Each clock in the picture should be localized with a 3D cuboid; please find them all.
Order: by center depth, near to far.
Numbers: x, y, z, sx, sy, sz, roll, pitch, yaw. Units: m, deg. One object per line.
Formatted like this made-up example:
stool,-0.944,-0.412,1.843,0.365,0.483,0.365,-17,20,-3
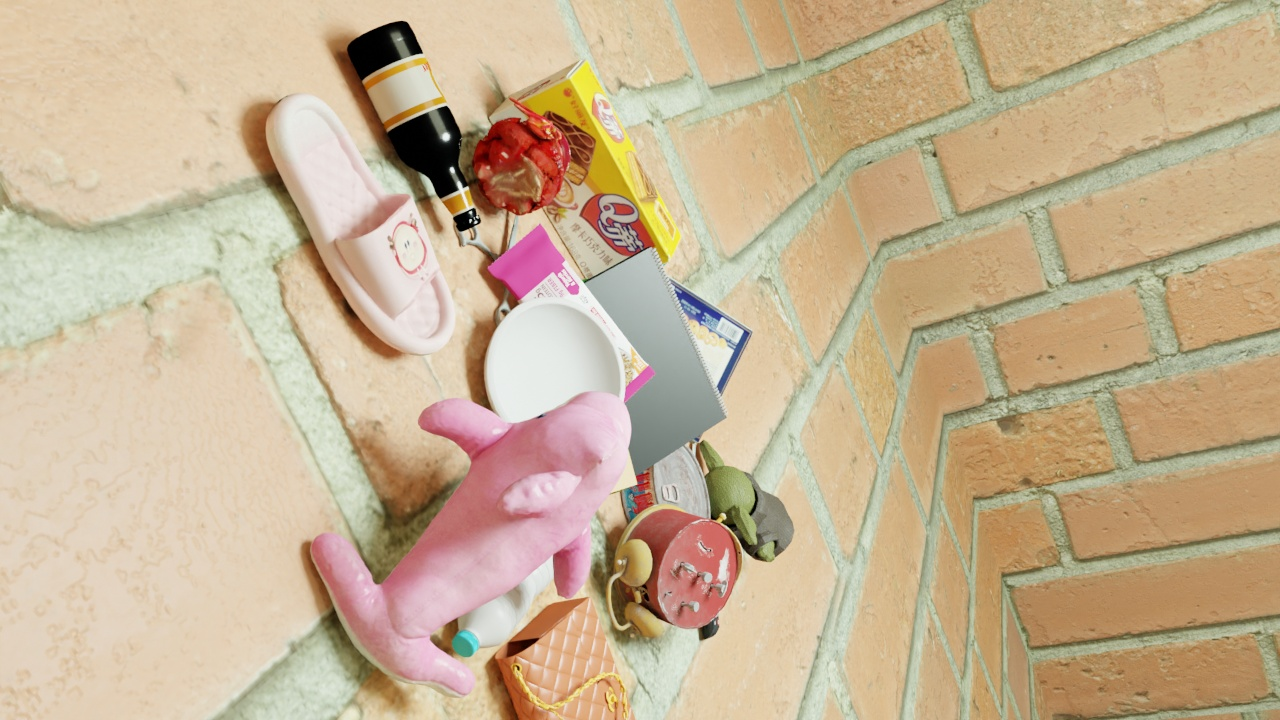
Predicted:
clock,0.031,0.216,0.921,0.158,0.081,0.117,-20,107,-37

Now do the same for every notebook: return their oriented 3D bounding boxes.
notebook,-0.006,0.006,0.960,0.148,0.016,0.207,-31,107,-19

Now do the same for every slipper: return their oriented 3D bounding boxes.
slipper,-0.210,-0.107,0.719,0.221,0.056,0.106,61,26,-20

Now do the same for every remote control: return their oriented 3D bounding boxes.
remote control,0.078,0.252,1.081,0.033,0.015,0.146,36,48,-69

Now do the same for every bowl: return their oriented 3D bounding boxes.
bowl,-0.087,0.017,0.866,0.149,0.043,0.149,8,76,-35

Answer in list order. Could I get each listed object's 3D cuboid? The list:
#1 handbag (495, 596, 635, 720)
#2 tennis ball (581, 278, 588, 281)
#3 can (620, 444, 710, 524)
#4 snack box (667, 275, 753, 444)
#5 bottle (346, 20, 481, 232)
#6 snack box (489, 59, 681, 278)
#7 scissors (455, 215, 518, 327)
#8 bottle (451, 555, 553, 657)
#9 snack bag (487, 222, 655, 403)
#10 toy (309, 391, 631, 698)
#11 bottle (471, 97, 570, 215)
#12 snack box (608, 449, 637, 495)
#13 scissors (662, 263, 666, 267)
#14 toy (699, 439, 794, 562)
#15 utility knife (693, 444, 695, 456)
handbag,-0.052,0.303,0.774,0.108,0.060,0.172,-26,98,-60
tennis ball,-0.054,-0.055,0.977,0.065,0.065,0.065,41,40,-47
can,0.030,0.153,1.036,0.130,0.044,0.129,41,40,-47
snack box,0.033,-0.004,1.010,0.144,0.043,0.145,31,82,-24
bottle,-0.190,-0.200,0.809,0.182,0.059,0.059,66,27,-14
snack box,-0.055,-0.200,1.013,0.230,0.110,0.061,59,30,-25
scissors,-0.133,-0.086,0.903,0.141,0.014,0.174,35,46,-46
bottle,-0.109,0.191,0.743,0.044,0.044,0.136,67,27,-12
snack bag,-0.065,-0.037,0.911,0.070,0.016,0.196,-42,110,-13
toy,-0.092,0.109,0.650,0.265,0.128,0.186,-43,102,-25
bottle,-0.115,-0.201,0.915,0.099,0.099,0.111,63,25,-18
snack box,-0.074,0.110,0.811,0.125,0.088,0.040,-4,78,-63
scissors,0.001,-0.129,1.182,0.124,0.019,0.154,34,47,-49
toy,0.131,0.192,1.166,0.152,0.078,0.179,43,14,-39
utility knife,0.062,0.159,1.134,0.022,0.015,0.165,67,20,-45
